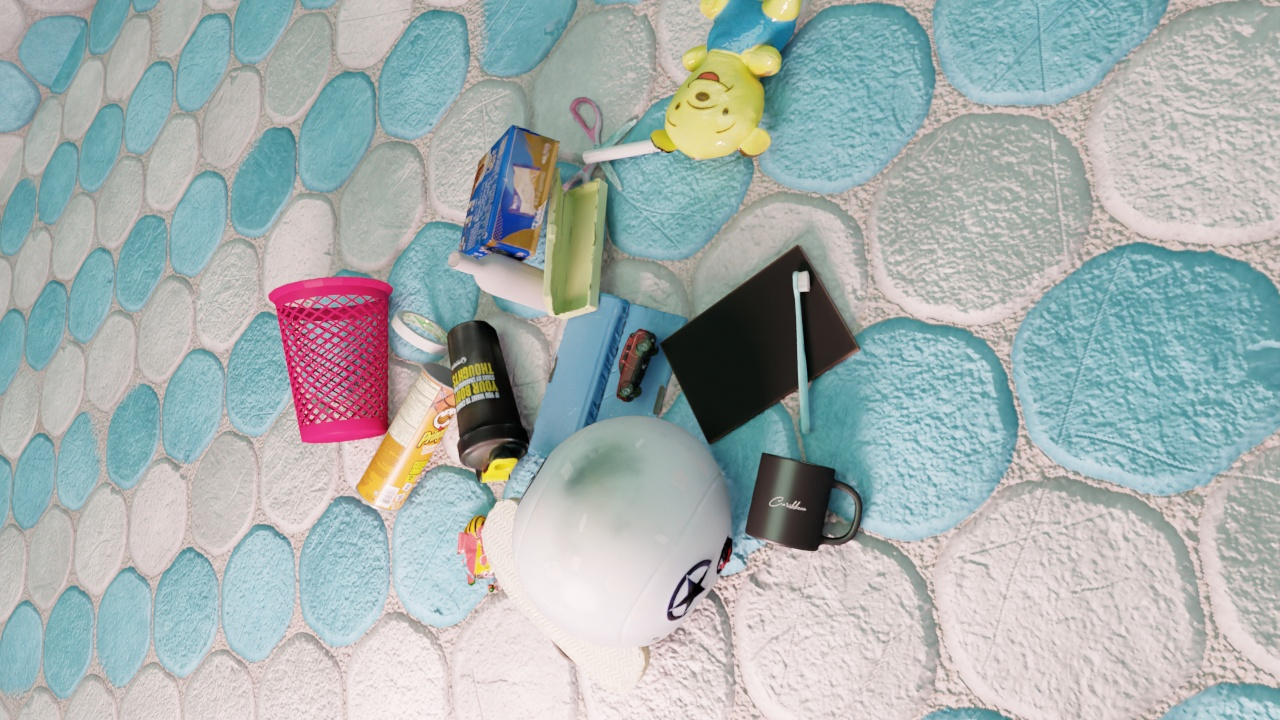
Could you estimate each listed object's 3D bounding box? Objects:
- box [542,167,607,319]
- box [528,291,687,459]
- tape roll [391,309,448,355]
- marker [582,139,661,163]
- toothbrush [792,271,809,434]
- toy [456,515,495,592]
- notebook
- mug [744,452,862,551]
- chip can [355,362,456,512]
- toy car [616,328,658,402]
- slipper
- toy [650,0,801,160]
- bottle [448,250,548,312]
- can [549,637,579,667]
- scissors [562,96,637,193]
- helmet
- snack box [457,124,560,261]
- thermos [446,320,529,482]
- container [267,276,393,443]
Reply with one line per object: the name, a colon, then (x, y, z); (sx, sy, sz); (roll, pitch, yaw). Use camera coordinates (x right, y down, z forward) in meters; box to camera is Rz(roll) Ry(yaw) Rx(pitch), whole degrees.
box: (-0.092, -0.150, 1.197); (0.078, 0.090, 0.187); (-30, 55, 57)
box: (-0.049, 0.032, 1.162); (0.177, 0.047, 0.231); (16, 89, 37)
tape roll: (-0.318, -0.041, 1.344); (0.094, 0.093, 0.018); (43, 106, 35)
marker: (-0.017, -0.278, 1.210); (0.134, 0.020, 0.017); (-3, 89, 30)
toothbrush: (0.178, -0.010, 1.004); (0.017, 0.016, 0.180); (-4, 82, 24)
toy: (-0.214, 0.255, 1.238); (0.084, 0.046, 0.103); (-57, 48, 29)
notebook: (0.130, -0.016, 1.052); (0.210, 0.008, 0.141); (-36, 67, 26)
mug: (0.173, 0.152, 0.958); (0.114, 0.078, 0.088); (12, 87, 12)
chip can: (-0.331, 0.112, 1.332); (0.075, 0.075, 0.215); (40, 105, 35)
toy car: (-0.007, 0.006, 1.110); (0.036, 0.042, 0.091); (15, 88, 17)
slipper: (-0.087, 0.270, 1.075); (0.272, 0.054, 0.115); (45, 109, 25)
toy: (0.109, -0.338, 1.099); (0.149, 0.083, 0.214); (21, 95, 39)
bottle: (-0.167, -0.105, 1.182); (0.053, 0.195, 0.052); (-9, 75, 35)
can: (-0.053, 0.301, 1.105); (0.130, 0.044, 0.130); (-9, 75, 35)
scissors: (-0.073, -0.284, 1.266); (0.173, 0.013, 0.170); (-41, 63, 20)
helmet: (-0.019, 0.163, 0.984); (0.236, 0.164, 0.263); (32, 69, 17)
snack box: (-0.182, -0.210, 1.234); (0.203, 0.069, 0.155); (176, 106, -68)
thermos: (-0.213, 0.056, 1.251); (0.098, 0.098, 0.220); (-32, 59, 27)
container: (-0.462, 0.006, 1.403); (0.184, 0.183, 0.225); (-14, 80, 34)
